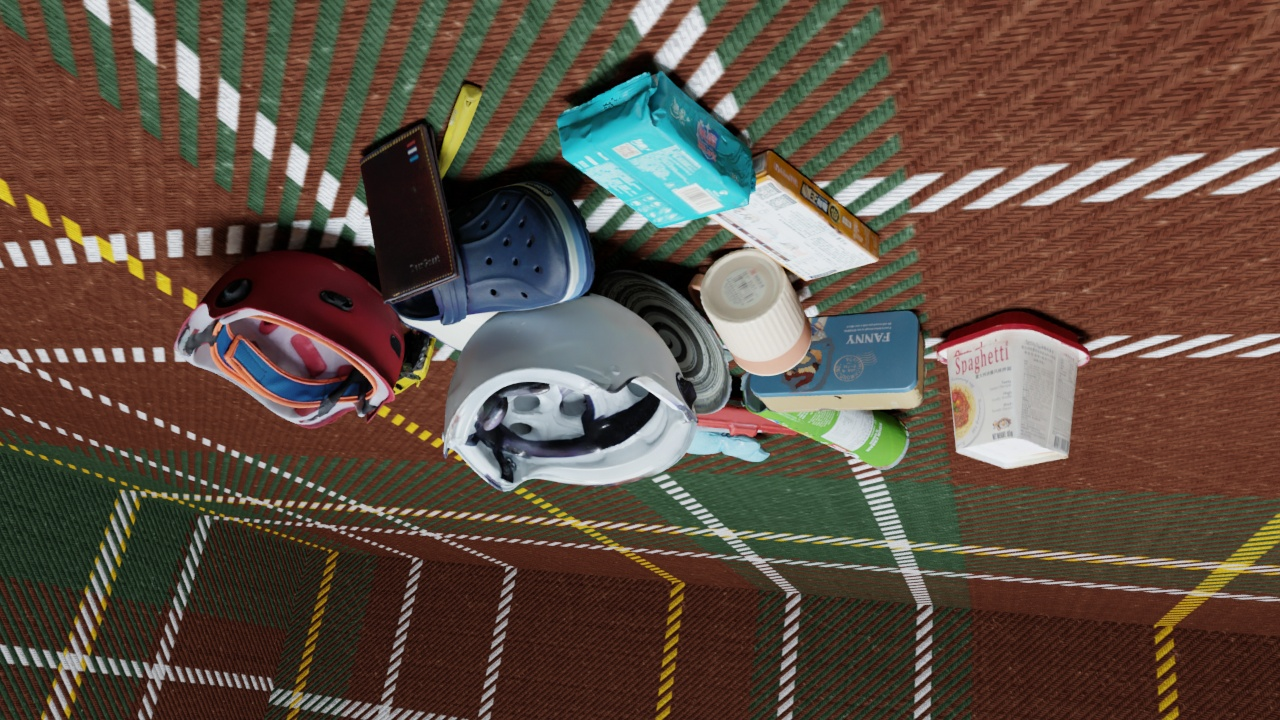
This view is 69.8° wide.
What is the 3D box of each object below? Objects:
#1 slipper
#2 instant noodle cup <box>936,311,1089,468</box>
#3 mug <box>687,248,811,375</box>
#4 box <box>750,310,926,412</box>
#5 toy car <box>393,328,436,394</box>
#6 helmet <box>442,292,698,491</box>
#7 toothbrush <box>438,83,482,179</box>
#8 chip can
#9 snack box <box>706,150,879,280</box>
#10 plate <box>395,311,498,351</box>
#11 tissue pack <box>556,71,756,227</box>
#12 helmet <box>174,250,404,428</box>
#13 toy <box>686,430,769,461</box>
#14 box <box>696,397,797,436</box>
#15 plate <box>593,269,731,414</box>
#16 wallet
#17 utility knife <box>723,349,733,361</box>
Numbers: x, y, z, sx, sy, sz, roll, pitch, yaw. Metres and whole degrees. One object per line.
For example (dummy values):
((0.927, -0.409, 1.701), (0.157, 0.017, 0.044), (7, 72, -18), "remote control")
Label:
((-0.149, -0.086, 0.777), (0.253, 0.105, 0.095), (-6, -171, 42), "slipper")
((0.360, 0.033, 0.892), (0.116, 0.124, 0.117), (18, 157, -24), "instant noodle cup")
((0.096, -0.050, 0.857), (0.115, 0.081, 0.106), (26, 168, 30), "mug")
((0.206, 0.004, 0.929), (0.185, 0.089, 0.062), (-7, 154, 29), "box")
((-0.285, 0.002, 1.132), (0.041, 0.071, 0.156), (22, 155, -28), "toy car")
((-0.067, 0.022, 0.880), (0.230, 0.145, 0.258), (-24, 151, 26), "helmet")
((-0.155, -0.162, 0.734), (0.015, 0.016, 0.191), (14, 158, -18), "toothbrush")
((0.225, 0.065, 1.103), (0.235, 0.072, 0.072), (24, 154, -34), "chip can")
((0.122, -0.112, 0.745), (0.075, 0.026, 0.153), (-14, 150, 44), "snack box")
((-0.157, -0.058, 0.967), (0.205, 0.045, 0.205), (8, 159, 3), "plate")
((0.013, -0.149, 0.658), (0.093, 0.050, 0.133), (-9, 153, 41), "tissue pack")
((-0.338, -0.037, 0.951), (0.241, 0.143, 0.207), (-10, 143, 36), "helmet")
((0.095, 0.111, 1.300), (0.156, 0.049, 0.161), (4, 165, 25), "toy")
((0.091, 0.069, 1.156), (0.200, 0.059, 0.161), (7, 172, -29), "box")
((0.023, -0.021, 0.925), (0.179, 0.024, 0.180), (32, 147, 24), "plate")
((-0.185, -0.114, 0.733), (0.097, 0.122, 0.020), (-13, 177, 42), "wallet")
((0.044, 0.016, 1.097), (0.031, 0.018, 0.167), (38, 141, -29), "utility knife")
